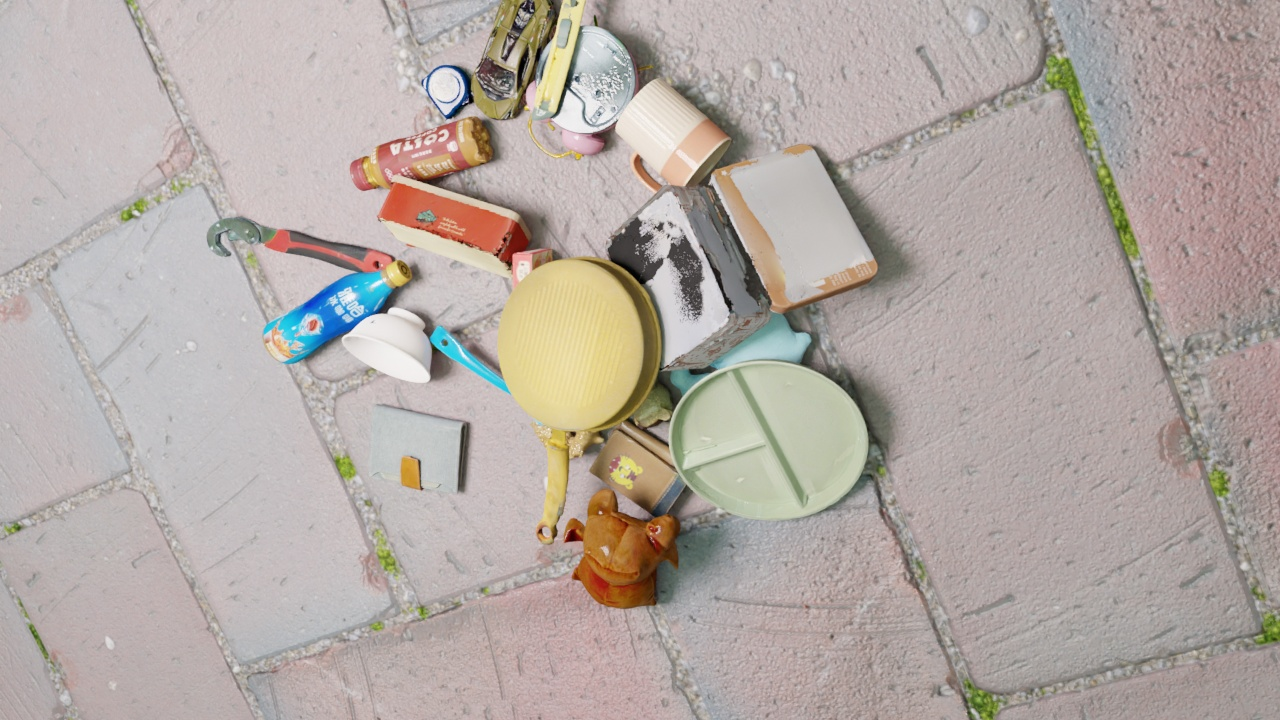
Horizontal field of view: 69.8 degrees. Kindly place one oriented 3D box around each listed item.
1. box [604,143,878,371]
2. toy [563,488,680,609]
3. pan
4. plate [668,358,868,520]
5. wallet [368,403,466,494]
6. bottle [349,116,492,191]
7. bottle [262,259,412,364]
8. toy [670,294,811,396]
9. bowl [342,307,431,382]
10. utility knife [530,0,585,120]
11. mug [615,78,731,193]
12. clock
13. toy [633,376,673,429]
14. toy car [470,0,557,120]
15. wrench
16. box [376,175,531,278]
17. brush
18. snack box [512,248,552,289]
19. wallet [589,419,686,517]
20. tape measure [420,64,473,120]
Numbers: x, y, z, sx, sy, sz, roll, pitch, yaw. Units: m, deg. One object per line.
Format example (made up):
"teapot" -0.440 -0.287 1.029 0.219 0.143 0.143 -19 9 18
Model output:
"box" 0.101 -0.116 1.003 0.271 0.134 0.179 -27 73 13
"toy" -0.023 0.238 1.125 0.140 0.130 0.200 22 140 13
"pan" -0.085 0.057 1.054 0.198 0.078 0.358 22 103 26
"plate" 0.148 0.093 1.070 0.230 0.027 0.231 4 123 6
"wallet" -0.299 0.121 1.217 0.130 0.037 0.107 10 103 12
"bottle" -0.270 -0.247 1.119 0.175 0.057 0.057 -12 99 16
"bottle" -0.387 -0.067 1.182 0.219 0.065 0.065 -26 94 18
"toy" 0.117 -0.001 1.079 0.161 0.049 0.156 4 109 5
"bowl" -0.309 -0.027 1.165 0.118 0.118 0.064 17 68 10
"utility knife" -0.083 -0.364 1.012 0.031 0.021 0.205 18 99 4
"mug" 0.029 -0.244 1.041 0.106 0.081 0.115 43 137 4
"clock" -0.069 -0.305 1.057 0.117 0.059 0.159 42 106 2
"toy" -0.007 0.006 1.113 0.105 0.066 0.157 -19 93 49
"toy car" -0.150 -0.358 1.076 0.070 0.042 0.158 28 109 7
"wrench" -0.450 -0.148 1.207 0.273 0.016 0.056 10 108 12
"box" -0.225 -0.152 1.104 0.168 0.091 0.076 19 79 10
"brush" -0.158 0.040 1.155 0.254 0.045 0.083 36 111 -2
"snack box" -0.129 -0.057 1.116 0.025 0.075 0.153 3 102 13
"wallet" 0.003 0.136 1.149 0.115 0.033 0.090 34 108 9
"tape measure" -0.231 -0.328 1.109 0.055 0.025 0.058 -34 96 16
